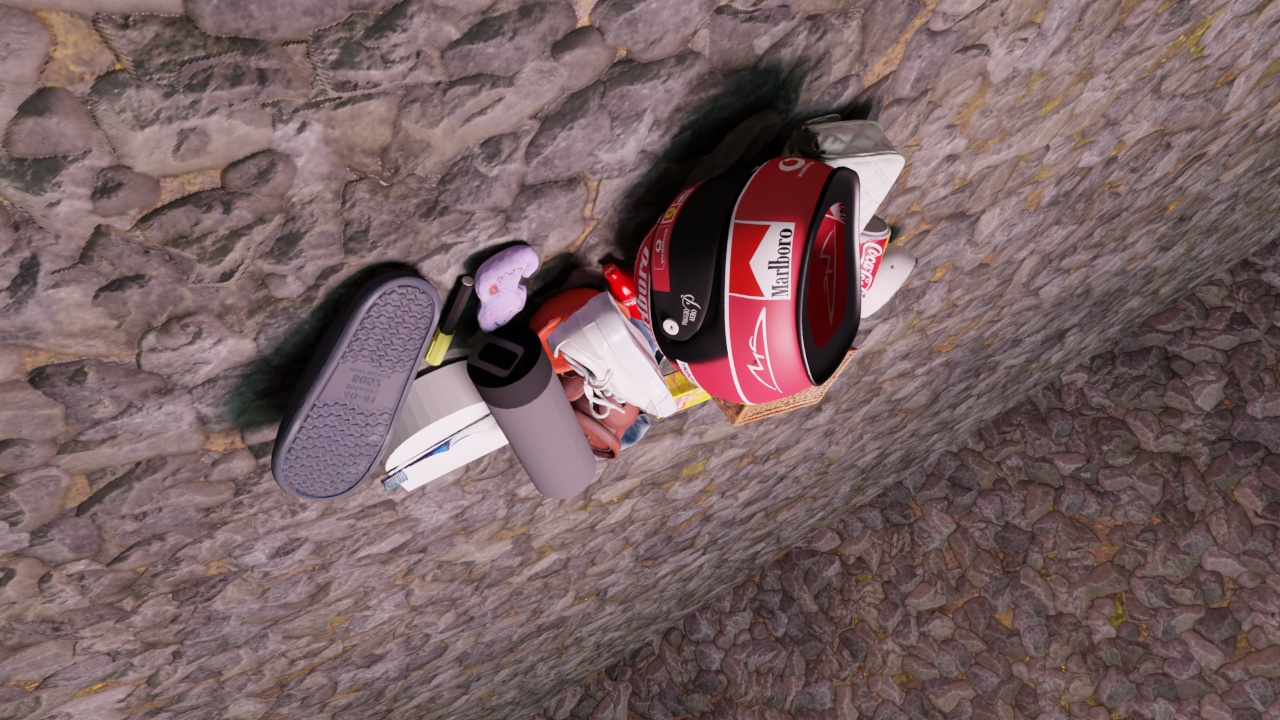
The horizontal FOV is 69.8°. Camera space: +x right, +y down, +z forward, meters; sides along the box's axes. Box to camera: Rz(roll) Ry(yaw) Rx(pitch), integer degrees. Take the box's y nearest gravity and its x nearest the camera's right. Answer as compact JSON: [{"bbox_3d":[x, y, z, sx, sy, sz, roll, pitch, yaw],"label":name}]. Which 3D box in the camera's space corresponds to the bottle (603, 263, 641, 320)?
[{"bbox_3d":[-0.014,-0.081,1.050,0.036,0.036,0.119,-34,155,7],"label":"bottle"}]

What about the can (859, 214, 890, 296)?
[{"bbox_3d":[0.286,-0.138,1.216,0.064,0.064,0.105,-16,135,-29],"label":"can"}]

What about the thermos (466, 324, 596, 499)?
[{"bbox_3d":[-0.117,0.063,1.029,0.082,0.082,0.241,-27,143,-7],"label":"thermos"}]

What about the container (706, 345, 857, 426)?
[{"bbox_3d":[0.179,-0.004,1.237,0.198,0.113,0.113,-10,144,-41],"label":"container"}]

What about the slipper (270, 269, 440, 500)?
[{"bbox_3d":[-0.289,0.017,0.898,0.110,0.083,0.268,12,115,-45],"label":"slipper"}]

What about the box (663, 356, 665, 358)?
[{"bbox_3d":[0.099,-0.065,1.209,0.159,0.035,0.231,-7,146,-43],"label":"box"}]

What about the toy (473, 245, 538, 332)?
[{"bbox_3d":[-0.135,-0.073,0.929,0.080,0.036,0.100,-40,159,-23],"label":"toy"}]

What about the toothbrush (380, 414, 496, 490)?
[{"bbox_3d":[-0.224,0.102,1.078,0.189,0.017,0.016,-30,175,6],"label":"toothbrush"}]

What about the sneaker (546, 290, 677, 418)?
[{"bbox_3d":[-0.031,0.009,1.040,0.091,0.089,0.242,-28,149,6],"label":"sneaker"}]

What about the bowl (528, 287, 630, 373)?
[{"bbox_3d":[-0.079,-0.041,1.043,0.130,0.045,0.131,-24,155,-12],"label":"bowl"}]

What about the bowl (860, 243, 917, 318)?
[{"bbox_3d":[0.329,-0.121,1.298,0.113,0.063,0.113,-51,-177,4],"label":"bowl"}]

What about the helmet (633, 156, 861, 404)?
[{"bbox_3d":[0.103,-0.085,0.959,0.197,0.225,0.271,-46,137,-41],"label":"helmet"}]

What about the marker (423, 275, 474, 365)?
[{"bbox_3d":[-0.198,-0.040,0.945,0.021,0.017,0.124,-10,147,-39],"label":"marker"}]

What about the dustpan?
[{"bbox_3d":[-0.230,0.075,1.129,0.191,0.053,0.258,-26,167,-11],"label":"dustpan"}]

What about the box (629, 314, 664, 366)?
[{"bbox_3d":[-0.004,0.006,1.198,0.058,0.068,0.210,-33,161,-35],"label":"box"}]

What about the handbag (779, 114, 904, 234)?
[{"bbox_3d":[0.197,-0.188,1.045,0.138,0.072,0.195,-9,150,-22],"label":"handbag"}]

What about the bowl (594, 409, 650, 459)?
[{"bbox_3d":[-0.044,0.094,1.327,0.110,0.055,0.110,-25,156,-12],"label":"bowl"}]

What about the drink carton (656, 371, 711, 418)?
[{"bbox_3d":[0.079,0.039,1.375,0.134,0.043,0.059,-19,154,-23],"label":"drink carton"}]

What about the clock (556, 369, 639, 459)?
[{"bbox_3d":[-0.064,0.060,1.154,0.072,0.120,0.158,-60,174,-20],"label":"clock"}]
